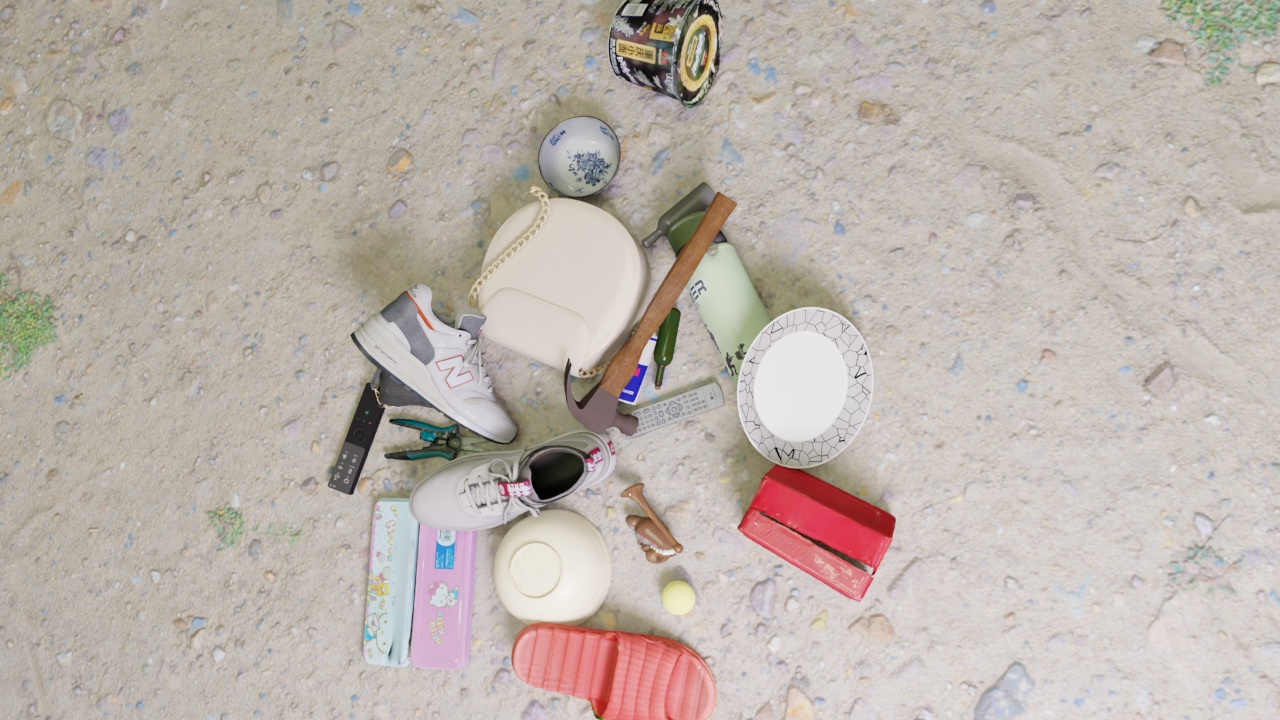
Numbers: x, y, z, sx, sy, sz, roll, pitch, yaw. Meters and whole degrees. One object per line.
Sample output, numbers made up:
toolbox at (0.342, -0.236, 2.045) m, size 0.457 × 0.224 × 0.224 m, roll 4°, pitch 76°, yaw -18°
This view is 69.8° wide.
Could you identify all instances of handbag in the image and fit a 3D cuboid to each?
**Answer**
handbag at (-0.295, 0.028, 1.213) m, size 0.128 × 0.054 × 0.079 m, roll 1°, pitch 85°, yaw 8°
handbag at (-0.099, -0.099, 1.169) m, size 0.211 × 0.103 × 0.208 m, roll 22°, pitch 89°, yaw 17°

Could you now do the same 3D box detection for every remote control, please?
remote control at (-0.379, 0.105, 1.237) m, size 0.034 × 0.013 × 0.150 m, roll 17°, pitch 84°, yaw 15°
remote control at (0.039, 0.063, 1.153) m, size 0.136 × 0.013 × 0.033 m, roll -20°, pitch 76°, yaw 8°

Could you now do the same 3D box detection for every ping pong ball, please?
ping pong ball at (0.045, 0.283, 1.096) m, size 0.040 × 0.040 × 0.040 m, roll -2°, pitch 79°, yaw 12°

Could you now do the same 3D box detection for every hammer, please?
hammer at (0.016, -0.056, 1.099) m, size 0.115 × 0.033 × 0.323 m, roll 29°, pitch 100°, yaw -18°

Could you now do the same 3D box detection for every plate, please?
plate at (0.192, 0.032, 1.075) m, size 0.188 × 0.016 × 0.188 m, roll -3°, pitch 98°, yaw -24°

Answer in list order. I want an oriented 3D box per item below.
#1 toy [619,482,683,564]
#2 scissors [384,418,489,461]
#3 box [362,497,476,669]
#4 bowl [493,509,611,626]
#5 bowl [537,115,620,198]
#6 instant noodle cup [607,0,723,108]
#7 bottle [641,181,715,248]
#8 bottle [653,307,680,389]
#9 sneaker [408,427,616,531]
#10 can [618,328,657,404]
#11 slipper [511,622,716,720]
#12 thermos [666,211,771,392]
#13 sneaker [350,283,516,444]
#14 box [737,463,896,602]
toy at (0.011, 0.204, 1.117) m, size 0.102 × 0.041 × 0.055 m, roll 49°, pitch 131°, yaw 25°
scissors at (-0.275, 0.105, 1.212) m, size 0.148 × 0.019 × 0.123 m, roll 42°, pitch 90°, yaw 14°
box at (-0.285, 0.284, 1.176) m, size 0.151 × 0.035 × 0.214 m, roll -2°, pitch 79°, yaw 16°
bowl at (-0.116, 0.256, 1.119) m, size 0.151 × 0.075 × 0.150 m, roll -2°, pitch 79°, yaw 11°
bowl at (-0.076, -0.264, 1.225) m, size 0.114 × 0.045 × 0.114 m, roll -2°, pitch 79°, yaw 12°
instant noodle cup at (0.029, -0.410, 1.192) m, size 0.112 × 0.137 × 0.137 m, roll 21°, pitch 84°, yaw 25°
bottle at (0.047, -0.183, 1.183) m, size 0.113 × 0.030 × 0.030 m, roll -40°, pitch 74°, yaw -5°
bottle at (0.031, -0.015, 1.164) m, size 0.025 × 0.025 × 0.106 m, roll 9°, pitch 81°, yaw 14°
sneaker at (-0.160, 0.151, 1.104) m, size 0.263 × 0.128 × 0.096 m, roll -17°, pitch 89°, yaw 3°
can at (-0.007, 0.007, 1.157) m, size 0.032 × 0.032 × 0.095 m, roll 18°, pitch 93°, yaw 15°
slipper at (-0.030, 0.365, 1.065) m, size 0.249 × 0.059 × 0.103 m, roll 14°, pitch 87°, yaw 0°
thermos at (0.106, -0.075, 1.129) m, size 0.082 × 0.082 × 0.231 m, roll -26°, pitch 75°, yaw 6°
sneaker at (-0.227, -0.003, 1.140) m, size 0.239 × 0.089 × 0.124 m, roll 36°, pitch 95°, yaw -19°
box at (0.201, 0.188, 1.036) m, size 0.157 × 0.134 × 0.110 m, roll 29°, pitch 90°, yaw 15°
